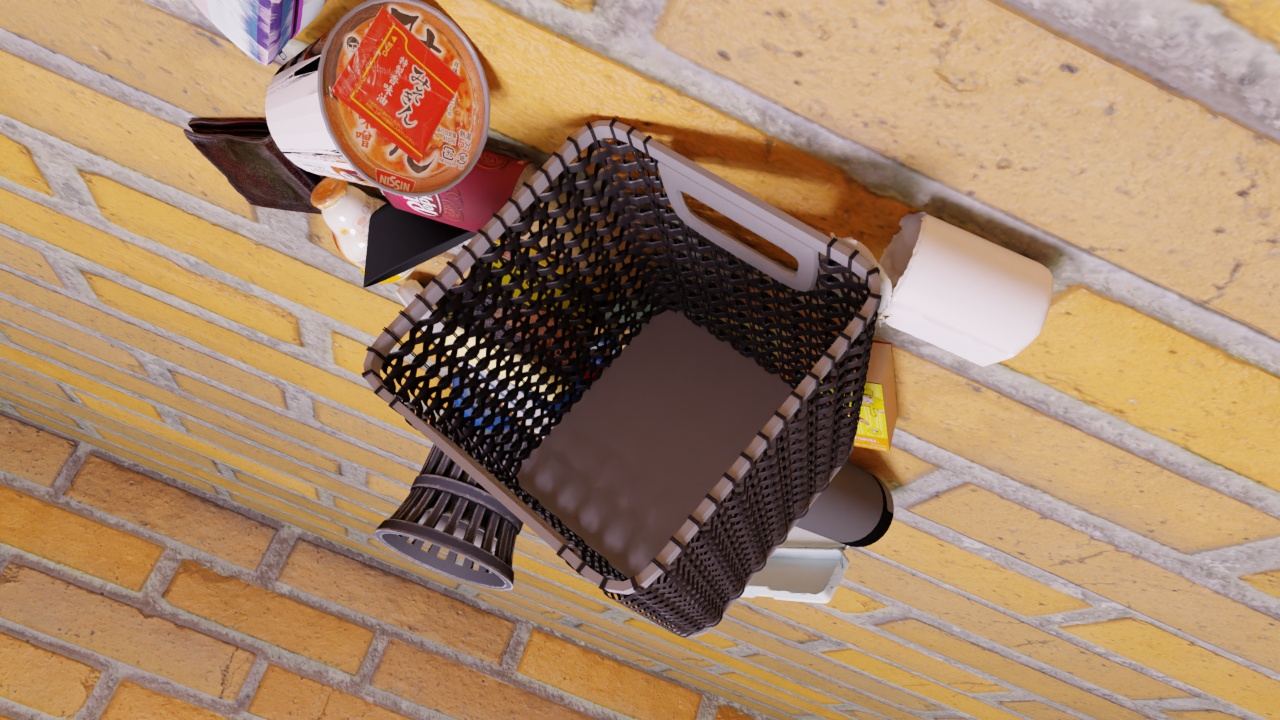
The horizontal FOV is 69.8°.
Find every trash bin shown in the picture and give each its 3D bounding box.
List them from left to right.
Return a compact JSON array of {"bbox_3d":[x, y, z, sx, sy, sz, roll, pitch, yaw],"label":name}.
[{"bbox_3d":[-0.183,0.127,1.069,0.164,0.227,0.164,17,155,8],"label":"trash bin"}]

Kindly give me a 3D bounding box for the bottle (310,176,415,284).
[{"bbox_3d":[-0.247,-0.118,0.823,0.063,0.063,0.109,5,151,30],"label":"bottle"}]

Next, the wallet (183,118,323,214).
[{"bbox_3d":[-0.339,-0.174,0.826,0.120,0.031,0.099,9,150,28],"label":"wallet"}]

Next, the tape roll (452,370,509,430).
[{"bbox_3d":[-0.162,0.030,1.015,0.091,0.092,0.016,40,153,-3],"label":"tape roll"}]

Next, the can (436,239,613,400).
[{"bbox_3d":[-0.105,-0.037,0.830,0.130,0.100,0.073,26,157,-10],"label":"can"}]

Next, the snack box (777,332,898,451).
[{"bbox_3d":[0.179,0.029,0.822,0.088,0.040,0.126,9,152,23],"label":"snack box"}]

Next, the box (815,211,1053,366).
[{"bbox_3d":[0.184,-0.052,0.605,0.161,0.091,0.081,25,172,-3],"label":"box"}]

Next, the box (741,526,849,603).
[{"bbox_3d":[0.170,0.228,1.109,0.043,0.135,0.198,42,148,-27],"label":"box"}]

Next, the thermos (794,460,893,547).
[{"bbox_3d":[0.172,0.127,0.906,0.082,0.082,0.240,1,164,35],"label":"thermos"}]

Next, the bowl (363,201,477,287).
[{"bbox_3d":[-0.190,-0.113,0.775,0.124,0.123,0.052,-16,104,52],"label":"bowl"}]

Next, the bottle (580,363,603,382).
[{"bbox_3d":[-0.071,0.022,0.993,0.142,0.041,0.042,12,153,17],"label":"bottle"}]

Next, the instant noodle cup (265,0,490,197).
[{"bbox_3d":[-0.189,-0.172,0.626,0.122,0.123,0.123,8,153,45],"label":"instant noodle cup"}]

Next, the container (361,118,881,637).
[{"bbox_3d":[0.007,0.032,0.662,0.247,0.245,0.244,35,167,26],"label":"container"}]

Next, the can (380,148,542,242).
[{"bbox_3d":[-0.138,-0.135,0.708,0.114,0.063,0.063,18,155,6],"label":"can"}]

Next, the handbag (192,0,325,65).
[{"bbox_3d":[-0.283,-0.271,0.564,0.170,0.067,0.145,33,152,-10],"label":"handbag"}]

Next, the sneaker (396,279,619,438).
[{"bbox_3d":[-0.114,-0.008,0.937,0.294,0.127,0.121,37,168,6],"label":"sneaker"}]
